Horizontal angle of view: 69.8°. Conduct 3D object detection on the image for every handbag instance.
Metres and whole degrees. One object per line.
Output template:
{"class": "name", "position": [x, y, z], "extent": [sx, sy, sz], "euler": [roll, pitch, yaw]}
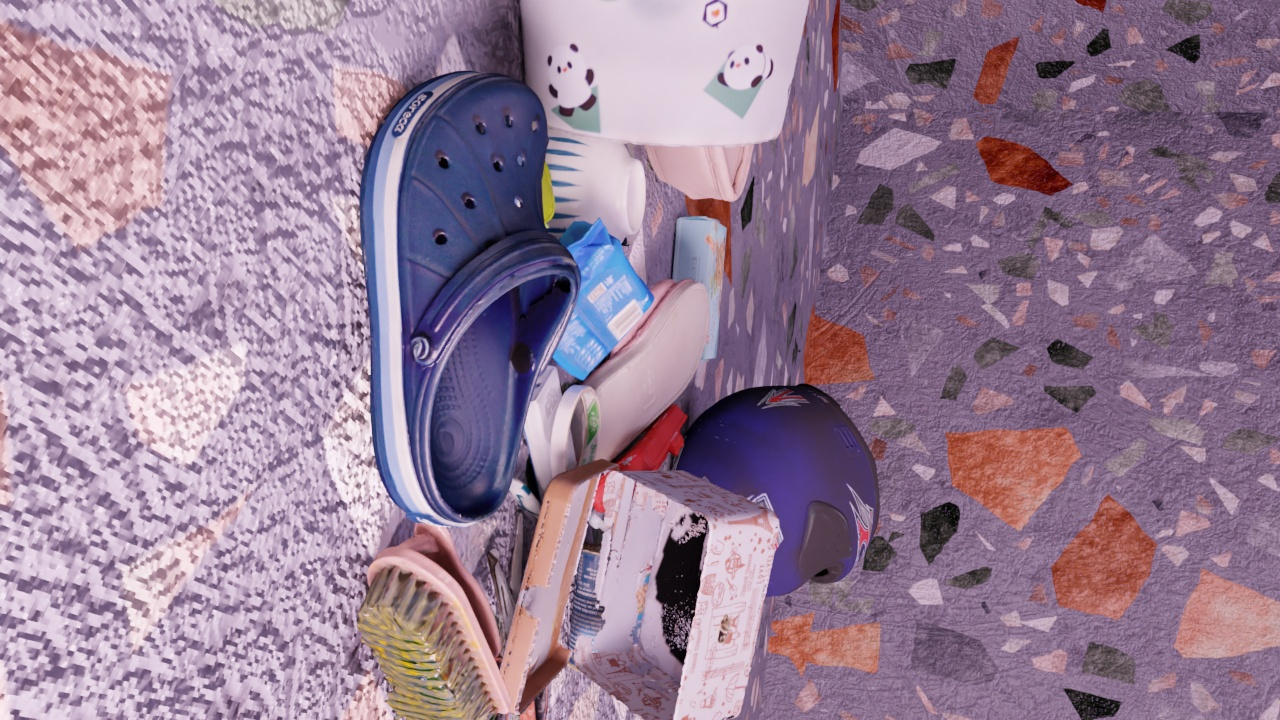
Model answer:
{"class": "handbag", "position": [0.085, -0.305, 0.961], "extent": [0.233, 0.093, 0.193], "euler": [-66, 158, -16]}

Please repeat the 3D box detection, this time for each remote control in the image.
{"class": "remote control", "position": [-0.072, 0.066, 0.738], "extent": [0.048, 0.024, 0.125], "euler": [-67, 156, -49]}

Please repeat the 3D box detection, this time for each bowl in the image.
{"class": "bowl", "position": [-0.034, -0.131, 0.727], "extent": [0.116, 0.066, 0.116], "euler": [6, 89, -74]}

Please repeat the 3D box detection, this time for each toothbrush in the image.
{"class": "toothbrush", "position": [-0.079, 0.135, 0.752], "extent": [0.192, 0.016, 0.018], "euler": [68, 42, -59]}

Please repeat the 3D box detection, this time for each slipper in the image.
{"class": "slipper", "position": [-0.085, -0.037, 0.488], "extent": [0.105, 0.095, 0.252], "euler": [13, 80, -61]}
{"class": "slipper", "position": [-0.005, 0.005, 0.892], "extent": [0.273, 0.054, 0.114], "euler": [-49, 139, -46]}

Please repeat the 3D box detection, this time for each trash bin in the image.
{"class": "trash bin", "position": [0.019, -0.284, 0.606], "extent": [0.229, 0.230, 0.252], "euler": [-52, 149, -62]}

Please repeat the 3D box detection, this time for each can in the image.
{"class": "can", "position": [-0.026, 0.229, 0.856], "extent": [0.075, 0.075, 0.111], "euler": [16, 79, -74]}

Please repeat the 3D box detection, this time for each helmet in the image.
{"class": "helmet", "position": [0.160, 0.191, 1.196], "extent": [0.239, 0.247, 0.316], "euler": [-29, 128, -22]}

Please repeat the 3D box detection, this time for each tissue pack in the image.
{"class": "tissue pack", "position": [-0.046, -0.046, 0.687], "extent": [0.095, 0.052, 0.157], "euler": [-47, 160, -3]}

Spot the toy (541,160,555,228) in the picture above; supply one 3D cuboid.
{"class": "toy", "position": [-0.082, -0.132, 0.619], "extent": [0.096, 0.031, 0.100], "euler": [-79, 159, -61]}

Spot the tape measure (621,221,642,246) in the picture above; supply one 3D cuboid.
{"class": "tape measure", "position": [-0.022, -0.137, 0.832], "extent": [0.066, 0.034, 0.066], "euler": [-24, 120, -70]}

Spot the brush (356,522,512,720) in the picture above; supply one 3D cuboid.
{"class": "brush", "position": [-0.118, 0.155, 0.533], "extent": [0.072, 0.063, 0.146], "euler": [-62, 151, -45]}

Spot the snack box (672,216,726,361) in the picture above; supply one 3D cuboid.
{"class": "snack box", "position": [0.070, -0.087, 1.140], "extent": [0.074, 0.052, 0.175], "euler": [-4, 99, -75]}

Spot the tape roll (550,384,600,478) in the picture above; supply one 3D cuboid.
{"class": "tape roll", "position": [-0.051, 0.062, 0.734], "extent": [0.085, 0.014, 0.086], "euler": [6, 89, -75]}

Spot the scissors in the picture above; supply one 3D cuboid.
{"class": "scissors", "position": [-0.099, 0.233, 0.708], "extent": [0.189, 0.015, 0.225], "euler": [60, 38, -64]}

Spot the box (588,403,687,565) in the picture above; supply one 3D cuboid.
{"class": "box", "position": [0.016, 0.122, 0.895], "extent": [0.101, 0.095, 0.201], "euler": [51, 15, -1]}

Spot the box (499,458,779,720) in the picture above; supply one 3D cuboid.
{"class": "box", "position": [-0.022, 0.174, 0.699], "extent": [0.184, 0.154, 0.183], "euler": [5, 98, -42]}
